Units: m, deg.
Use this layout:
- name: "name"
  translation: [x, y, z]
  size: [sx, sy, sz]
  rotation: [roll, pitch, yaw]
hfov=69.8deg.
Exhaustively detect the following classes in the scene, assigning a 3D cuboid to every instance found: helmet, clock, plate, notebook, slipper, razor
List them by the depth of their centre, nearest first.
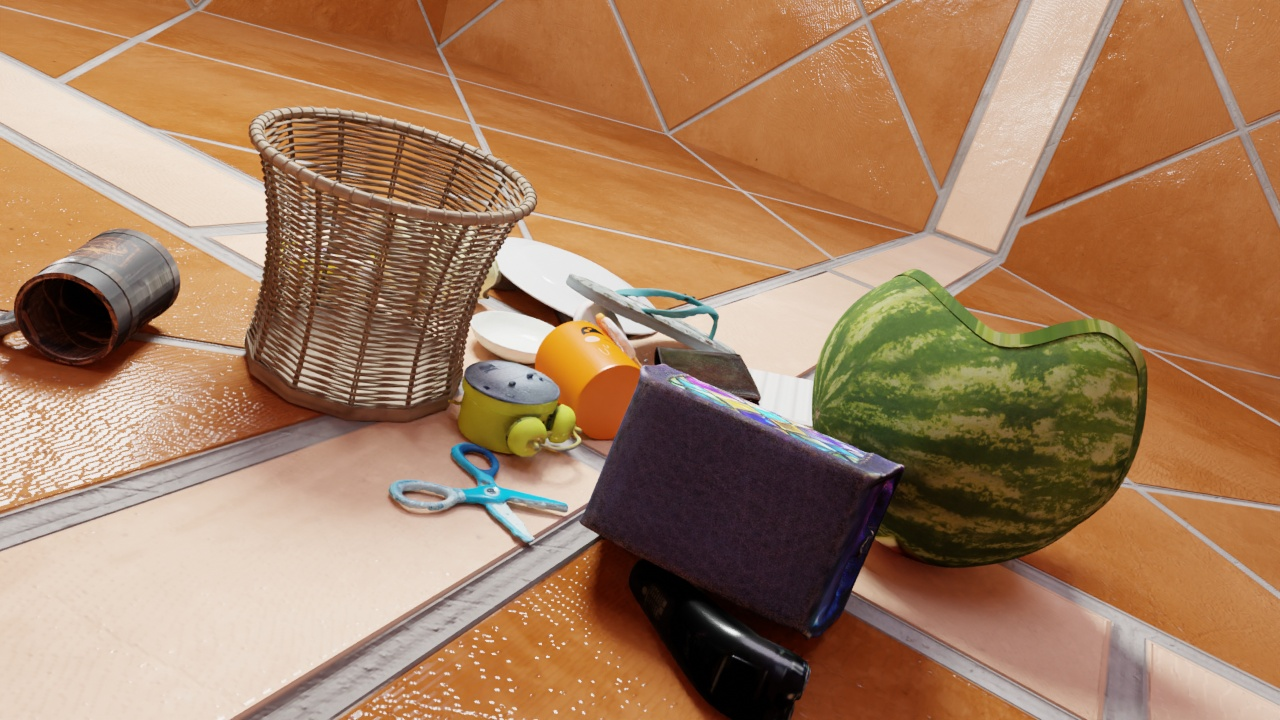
- name: "razor"
  translation: [0.046, 0.175, 0.587]
  size: [0.067, 0.054, 0.151]
  rotation: [14, 12, -39]
- name: "clock"
  translation: [-0.103, 0.044, 0.777]
  size: [0.119, 0.057, 0.083]
  rotation: [26, 21, 23]
- name: "helmet"
  translation: [0.268, 0.055, 0.790]
  size: [0.247, 0.243, 0.213]
  rotation: [13, -1, -5]
- name: "plate"
  translation: [-0.129, -0.019, 0.961]
  size: [0.104, 0.026, 0.104]
  rotation: [14, 21, -6]
- name: "notebook"
  translation: [0.145, 0.040, 1.009]
  size: [0.210, 0.009, 0.142]
  rotation: [11, 19, 9]
- name: "slipper"
  translation: [0.024, -0.062, 1.061]
  size: [0.268, 0.055, 0.098]
  rotation: [21, 10, -42]
- name: "plate"
  translation: [-0.079, -0.103, 1.174]
  size: [0.242, 0.016, 0.242]
  rotation: [24, 20, -9]

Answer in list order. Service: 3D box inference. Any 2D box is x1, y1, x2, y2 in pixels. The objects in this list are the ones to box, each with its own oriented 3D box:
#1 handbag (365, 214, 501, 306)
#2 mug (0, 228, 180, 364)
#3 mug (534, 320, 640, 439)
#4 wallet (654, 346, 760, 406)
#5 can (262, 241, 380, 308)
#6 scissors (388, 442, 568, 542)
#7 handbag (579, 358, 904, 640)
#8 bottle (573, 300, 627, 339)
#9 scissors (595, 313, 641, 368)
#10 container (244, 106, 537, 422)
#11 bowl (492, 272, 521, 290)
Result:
- name: "handbag"
  translation: [-0.232, -0.110, 1.035]
  size: [0.119, 0.081, 0.111]
  rotation: [-5, 43, -50]
- name: "mug"
  translation: [-0.446, -0.048, 0.729]
  size: [0.116, 0.080, 0.107]
  rotation: [-12, 24, 2]
- name: "mug"
  translation: [-0.036, 0.026, 0.873]
  size: [0.112, 0.077, 0.096]
  rotation: [41, 2, -40]
- name: "wallet"
  translation: [0.069, 0.019, 0.978]
  size: [0.099, 0.031, 0.120]
  rotation: [3, 21, -8]
- name: "can"
  translation: [-0.315, -0.080, 0.906]
  size: [0.105, 0.068, 0.067]
  rotation: [8, 23, -25]
- name: "scissors"
  translation: [-0.121, 0.096, 0.699]
  size: [0.134, 0.011, 0.137]
  rotation: [10, 21, -12]
- name: "handbag"
  translation: [0.076, 0.094, 0.680]
  size: [0.205, 0.125, 0.222]
  rotation: [23, 3, 15]
- name: "bottle"
  translation: [-0.040, -0.021, 1.001]
  size: [0.051, 0.051, 0.146]
  rotation: [10, 22, -18]
- name: "scissors"
  translation: [-0.004, 0.006, 0.911]
  size: [0.128, 0.013, 0.064]
  rotation: [55, -7, -18]
- name: "container"
  translation: [-0.224, -0.081, 0.779]
  size: [0.227, 0.196, 0.226]
  rotation: [17, 24, -8]
- name: "bowl"
  translation: [-0.193, -0.126, 1.173]
  size: [0.118, 0.030, 0.117]
  rotation: [15, 21, -6]
